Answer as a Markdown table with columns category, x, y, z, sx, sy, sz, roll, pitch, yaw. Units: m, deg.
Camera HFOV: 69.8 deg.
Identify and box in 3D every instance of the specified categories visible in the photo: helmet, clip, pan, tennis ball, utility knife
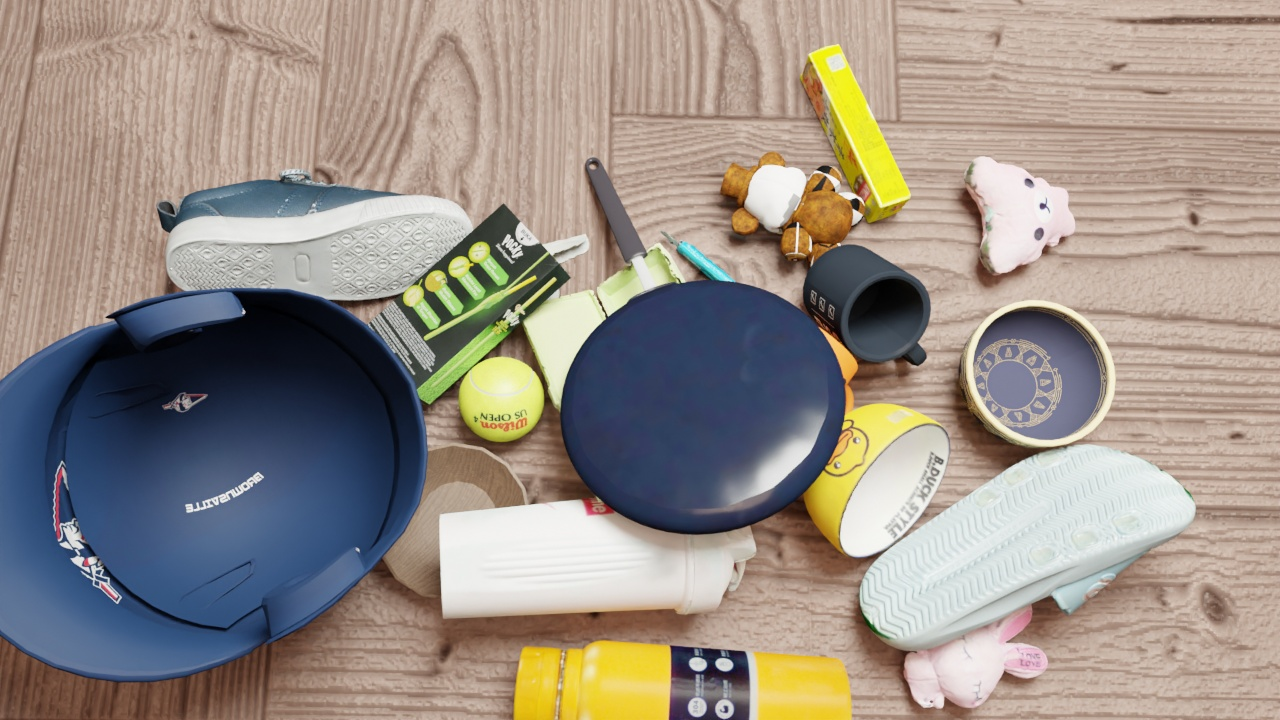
| category | x | y | z | sx | sy | sz | roll | pitch | yaw |
| --- | --- | --- | --- | --- | --- | --- | --- | --- | --- |
| helmet | -0.293 | 0.079 | 0.607 | 0.271 | 0.224 | 0.232 | -27 | 94 | -36 |
| clip | -0.087 | -0.068 | 0.753 | 0.101 | 0.040 | 0.054 | -14 | 60 | -3 |
| pan | 0.015 | -0.037 | 0.680 | 0.198 | 0.021 | 0.356 | -21 | 56 | -2 |
| tennis ball | -0.107 | 0.030 | 0.706 | 0.065 | 0.065 | 0.065 | 0 | 78 | -1 |
| utility knife | 0.064 | -0.069 | 0.756 | 0.123 | 0.022 | 0.015 | 40 | 80 | 10 |

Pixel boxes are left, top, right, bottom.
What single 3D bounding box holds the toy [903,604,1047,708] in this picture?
| category | x | y | z | sx | sy | sz | roll | pitch | yaw |
| --- | --- | --- | --- | --- | --- | --- | --- | --- | --- |
| toy | 0.251 | 0.220 | 0.684 | 0.110 | 0.047 | 0.063 | -20 | 79 | -11 |

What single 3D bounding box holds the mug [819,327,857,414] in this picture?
| category | x | y | z | sx | sy | sz | roll | pitch | yaw |
| --- | --- | --- | --- | --- | --- | --- | --- | --- | --- |
| mug | 0.118 | 0.032 | 0.710 | 0.112 | 0.078 | 0.096 | 40 | 84 | -28 |

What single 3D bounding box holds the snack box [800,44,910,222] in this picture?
| category | x | y | z | sx | sy | sz | roll | pitch | yaw |
| --- | --- | --- | --- | --- | --- | --- | --- | --- | --- |
| snack box | 0.179 | -0.190 | 0.771 | 0.029 | 0.040 | 0.148 | -21 | 80 | -5 |

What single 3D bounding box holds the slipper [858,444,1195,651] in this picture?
| category | x | y | z | sx | sy | sz | roll | pitch | yaw |
| --- | --- | --- | --- | --- | --- | --- | --- | --- | --- |
| slipper | 0.279 | 0.144 | 0.679 | 0.245 | 0.074 | 0.104 | -28 | 36 | 3 |

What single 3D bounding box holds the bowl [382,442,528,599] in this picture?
| category | x | y | z | sx | sy | sz | roll | pitch | yaw |
| --- | --- | --- | --- | --- | --- | --- | --- | --- | --- |
| bowl | -0.142 | 0.123 | 0.703 | 0.118 | 0.030 | 0.117 | 0 | 78 | -2 |

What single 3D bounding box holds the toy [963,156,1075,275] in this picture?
| category | x | y | z | sx | sy | sz | roll | pitch | yaw |
| --- | --- | --- | --- | --- | --- | --- | --- | --- | --- |
| toy | 0.316 | -0.121 | 0.756 | 0.095 | 0.053 | 0.099 | -5 | 81 | -15 |

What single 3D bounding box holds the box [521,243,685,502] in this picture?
| category | x | y | z | sx | sy | sz | roll | pitch | yaw |
| --- | --- | --- | --- | --- | --- | --- | --- | --- | --- |
| box | -0.003 | 0.008 | 0.692 | 0.140 | 0.047 | 0.187 | -24 | 57 | -7 |

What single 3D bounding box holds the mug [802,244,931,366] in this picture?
| category | x | y | z | sx | sy | sz | roll | pitch | yaw |
| --- | --- | --- | --- | --- | --- | --- | --- | --- | --- |
| mug | 0.184 | -0.035 | 0.715 | 0.071 | 0.077 | 0.105 | -45 | 114 | 7 |

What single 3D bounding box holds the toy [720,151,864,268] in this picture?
| category | x | y | z | sx | sy | sz | roll | pitch | yaw |
| --- | --- | --- | --- | --- | --- | --- | --- | --- | --- |
| toy | 0.122 | -0.126 | 0.749 | 0.113 | 0.067 | 0.087 | 23 | 78 | 13 |

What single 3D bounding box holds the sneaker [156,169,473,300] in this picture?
| category | x | y | z | sx | sy | sz | roll | pitch | yaw |
| --- | --- | --- | --- | --- | --- | --- | --- | --- | --- |
| sneaker | -0.254 | -0.105 | 0.725 | 0.235 | 0.089 | 0.087 | -5 | 50 | -16 |

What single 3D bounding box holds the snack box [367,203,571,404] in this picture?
| category | x | y | z | sx | sy | sz | roll | pitch | yaw |
| --- | --- | --- | --- | --- | --- | --- | --- | --- | --- |
| snack box | -0.136 | -0.045 | 0.718 | 0.147 | 0.025 | 0.080 | -42 | 62 | -1 |

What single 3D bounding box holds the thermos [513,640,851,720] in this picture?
| category | x | y | z | sx | sy | sz | roll | pitch | yaw |
| --- | --- | --- | --- | --- | --- | --- | --- | --- | --- |
| thermos | 0.027 | 0.252 | 0.658 | 0.232 | 0.076 | 0.091 | 4 | 81 | -1 |

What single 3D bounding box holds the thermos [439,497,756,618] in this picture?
| category | x | y | z | sx | sy | sz | roll | pitch | yaw |
| --- | --- | --- | --- | --- | --- | --- | --- | --- | --- |
| thermos | -0.031 | 0.138 | 0.654 | 0.220 | 0.099 | 0.099 | -2 | 78 | -12 |

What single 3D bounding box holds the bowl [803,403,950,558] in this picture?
| category | x | y | z | sx | sy | sz | roll | pitch | yaw |
| --- | --- | --- | --- | --- | --- | --- | --- | --- | --- |
| bowl | 0.166 | 0.081 | 0.687 | 0.117 | 0.117 | 0.067 | -44 | 47 | -9 |

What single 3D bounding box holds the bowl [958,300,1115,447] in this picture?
| category | x | y | z | sx | sy | sz | roll | pitch | yaw |
| --- | --- | --- | --- | --- | --- | --- | --- | --- | --- |
| bowl | 0.301 | 0.015 | 0.720 | 0.112 | 0.061 | 0.112 | 0 | 78 | -1 |
